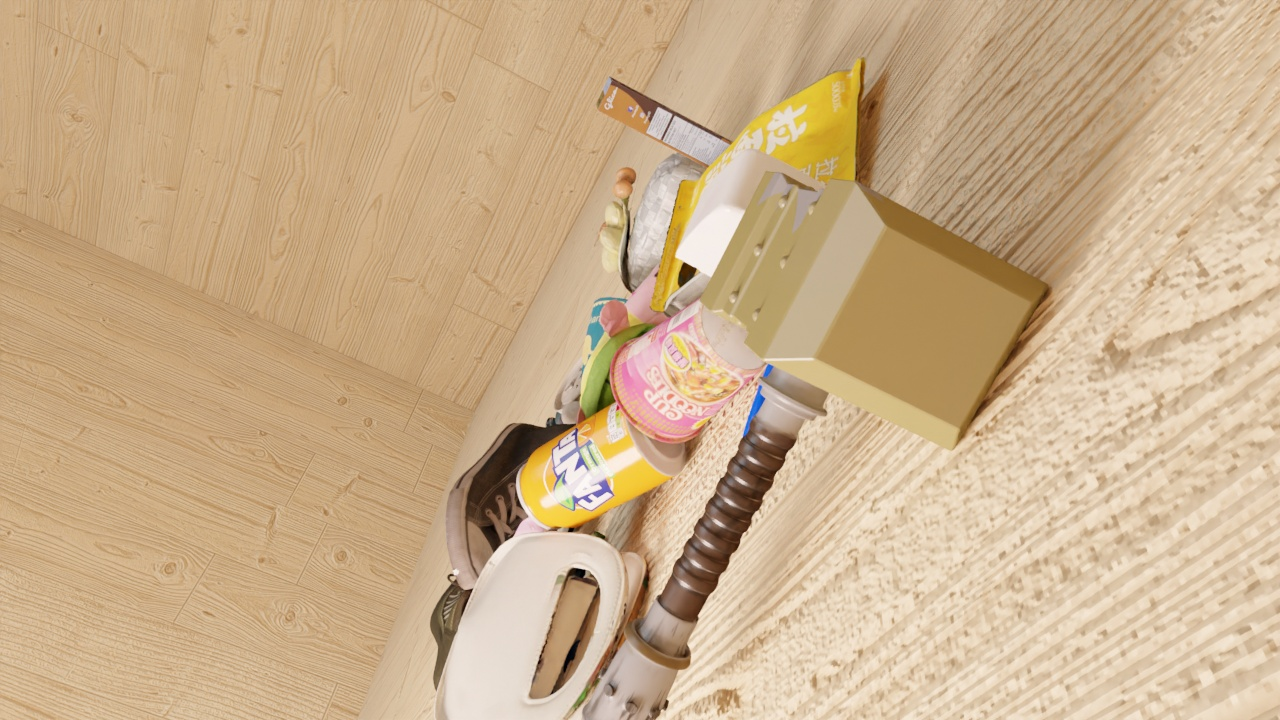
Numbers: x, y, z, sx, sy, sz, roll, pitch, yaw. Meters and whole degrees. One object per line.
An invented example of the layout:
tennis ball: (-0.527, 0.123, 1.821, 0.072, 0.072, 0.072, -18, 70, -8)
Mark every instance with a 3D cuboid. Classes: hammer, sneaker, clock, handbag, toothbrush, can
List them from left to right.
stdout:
sneaker: (-0.199, 0.299, 1.135, 0.237, 0.101, 0.143, -113, 44, -68)
sneaker: (-0.111, 0.140, 0.940, 0.234, 0.120, 0.095, -54, -48, -59)
handbag: (-0.067, 0.237, 0.771, 0.200, 0.093, 0.200, -19, 43, 46)
clock: (-0.060, 0.049, 1.139, 0.104, 0.061, 0.156, -39, 22, 38)
can: (-0.035, 0.089, 0.794, 0.143, 0.079, 0.078, -32, 28, 29)
handbag: (0.016, -0.174, 1.113, 0.112, 0.123, 0.172, -74, 8, -63)
toothbrush: (0.065, 0.075, 0.635, 0.016, 0.018, 0.182, 76, -148, -68)
hammer: (0.053, 0.072, 0.490, 0.325, 0.100, 0.190, -63, 12, 9)

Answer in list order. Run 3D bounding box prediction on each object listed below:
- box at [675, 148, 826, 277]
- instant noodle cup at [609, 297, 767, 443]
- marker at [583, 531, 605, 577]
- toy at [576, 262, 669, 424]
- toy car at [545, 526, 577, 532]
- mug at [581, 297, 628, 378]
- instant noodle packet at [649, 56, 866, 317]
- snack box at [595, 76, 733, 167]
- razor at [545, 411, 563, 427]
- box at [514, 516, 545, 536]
box: (0.095, -0.093, 0.641, 0.076, 0.107, 0.103, -66, 10, -20)
instant noodle cup: (0.044, 0.001, 0.723, 0.109, 0.097, 0.097, -40, 26, 47)
marker: (-0.071, 0.238, 0.908, 0.146, 0.017, 0.017, -65, 11, -3)
toy: (-0.005, 0.005, 0.911, 0.237, 0.088, 0.190, -59, -24, -15)
toy car: (-0.084, 0.179, 1.052, 0.105, 0.033, 0.048, -85, 17, -87)
mug: (-0.021, -0.012, 1.047, 0.112, 0.084, 0.104, 152, 135, -68)
instant noodle packet: (0.108, -0.135, 0.769, 0.222, 0.084, 0.162, -40, 29, 51)
snack box: (0.046, -0.227, 0.927, 0.032, 0.186, 0.101, -62, 12, 15)
razor: (-0.083, 0.069, 1.260, 0.143, 0.052, 0.047, -46, 22, 32)
box: (-0.124, 0.175, 1.136, 0.149, 0.073, 0.201, -34, -2, -5)
